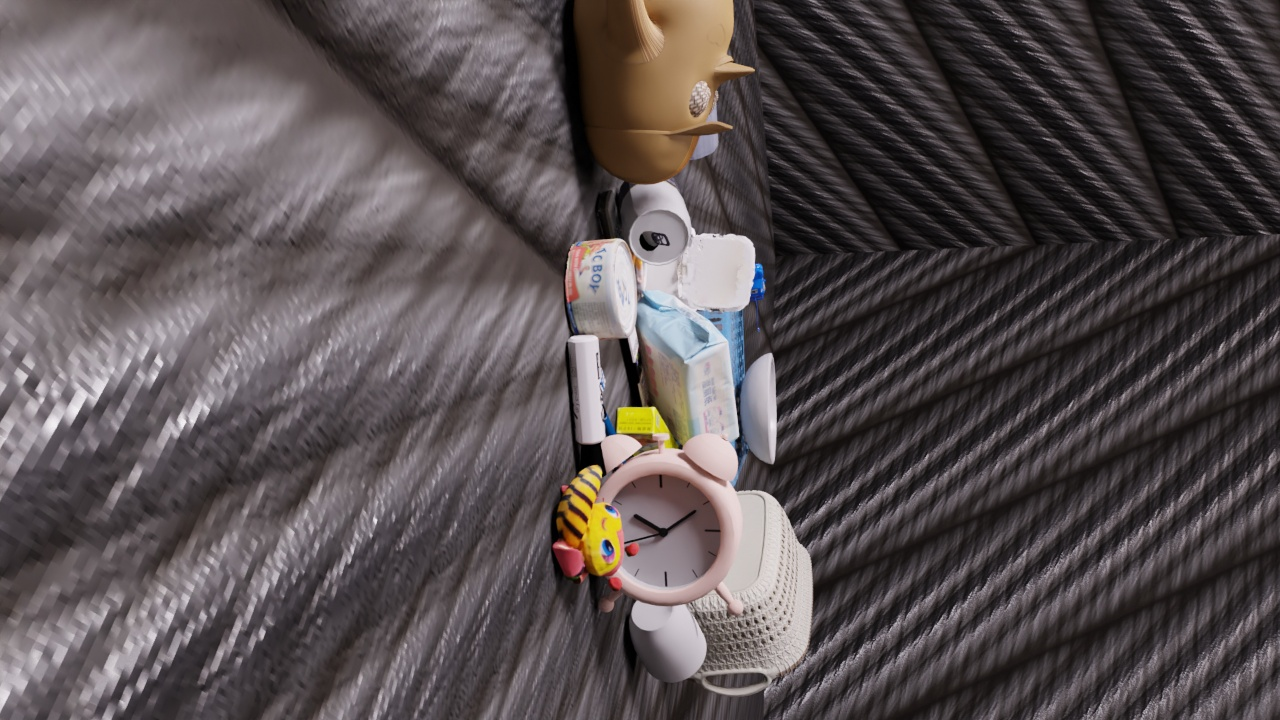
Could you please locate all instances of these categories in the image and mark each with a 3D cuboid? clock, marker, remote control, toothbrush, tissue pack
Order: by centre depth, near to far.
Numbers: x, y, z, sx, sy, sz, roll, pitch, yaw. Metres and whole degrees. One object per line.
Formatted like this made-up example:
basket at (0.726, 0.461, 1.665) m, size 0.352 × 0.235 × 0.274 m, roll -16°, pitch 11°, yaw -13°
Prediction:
marker at (-0.043, 0.042, 0.761) m, size 0.025 × 0.025 × 0.126 m, roll -48°, pitch 135°, yaw -73°
clock at (0.024, 0.142, 0.814) m, size 0.086 × 0.131 × 0.160 m, roll -48°, pitch 135°, yaw -73°
toothbrush at (-0.029, 0.064, 0.857) m, size 0.168 × 0.014 × 0.014 m, roll 76°, pitch 29°, yaw -46°
remote control at (-0.023, -0.104, 0.901) m, size 0.033 × 0.013 × 0.137 m, roll -80°, pitch 164°, yaw -44°
remote control at (-0.006, 0.006, 0.977) m, size 0.028 × 0.012 × 0.124 m, roll -79°, pitch 163°, yaw -46°
tissue pack at (0.049, 0.013, 1.001) m, size 0.112 × 0.069 × 0.182 m, roll 44°, pitch -26°, yaw 43°

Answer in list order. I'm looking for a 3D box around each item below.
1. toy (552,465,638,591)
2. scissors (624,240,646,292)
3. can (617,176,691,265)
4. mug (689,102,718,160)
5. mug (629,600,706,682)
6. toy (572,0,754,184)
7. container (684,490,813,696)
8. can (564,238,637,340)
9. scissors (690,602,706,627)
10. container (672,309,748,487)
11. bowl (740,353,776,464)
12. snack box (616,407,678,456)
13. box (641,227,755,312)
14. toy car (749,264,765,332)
toy at (-0.039, 0.133, 0.726) m, size 0.084 × 0.046 × 0.103 m, roll -48°, pitch 130°, yaw -40°
scissors at (-0.005, -0.126, 0.998) m, size 0.128 × 0.011 × 0.125 m, roll 76°, pitch 19°, yaw -53°
can at (0.013, -0.139, 0.893) m, size 0.127 × 0.064 × 0.064 m, roll -99°, pitch 180°, yaw -59°
mug at (0.045, -0.317, 1.126) m, size 0.124 × 0.083 × 0.104 m, roll -120°, pitch -164°, yaw -51°
mug at (0.021, 0.269, 0.966) m, size 0.107 × 0.071 × 0.089 m, roll -103°, pitch 173°, yaw -46°
toy at (0.015, -0.252, 0.786) m, size 0.198 × 0.163 × 0.203 m, roll -35°, pitch 134°, yaw -67°
container at (0.120, 0.282, 1.173) m, size 0.245 × 0.185 × 0.143 m, roll -73°, pitch 149°, yaw -57°
can at (-0.032, -0.059, 0.779) m, size 0.086 × 0.043 × 0.086 m, roll -2°, pitch 89°, yaw -77°
scissors at (0.027, 0.218, 0.984) m, size 0.141 × 0.014 × 0.174 m, roll 60°, pitch -8°, yaw 3°
container at (0.093, 0.004, 1.268) m, size 0.256 × 0.089 × 0.362 m, roll -31°, pitch 119°, yaw -77°
bowl at (0.158, 0.065, 1.238) m, size 0.149 × 0.043 × 0.149 m, roll 0°, pitch 89°, yaw -78°
snack box at (0.009, 0.084, 0.973) m, size 0.148 × 0.040 × 0.028 m, roll 61°, pitch 30°, yaw -67°
box at (0.071, -0.106, 1.059) m, size 0.126 × 0.137 × 0.108 m, roll -31°, pitch 117°, yaw -78°
toy car at (0.159, -0.087, 1.276) m, size 0.092 × 0.033 × 0.061 m, roll 63°, pitch 21°, yaw -65°
